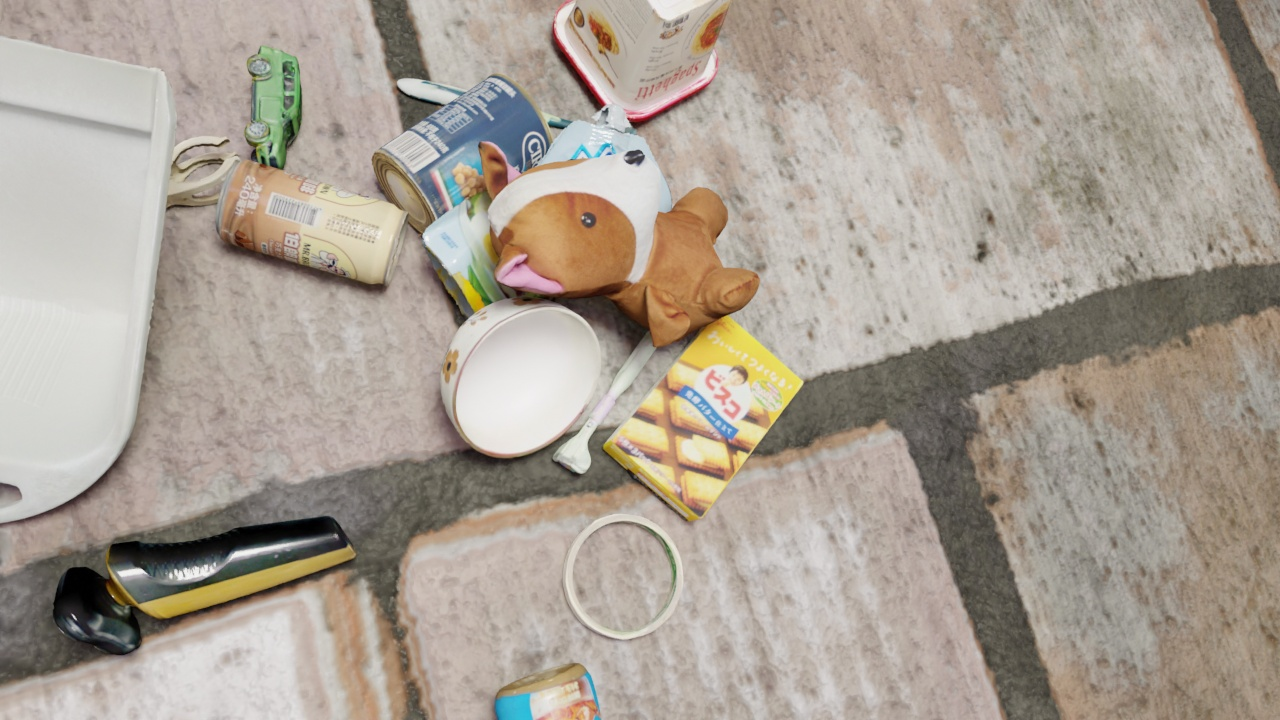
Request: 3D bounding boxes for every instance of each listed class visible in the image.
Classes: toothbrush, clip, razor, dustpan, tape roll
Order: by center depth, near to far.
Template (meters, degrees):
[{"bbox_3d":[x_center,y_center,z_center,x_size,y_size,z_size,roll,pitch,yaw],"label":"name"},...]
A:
[{"bbox_3d":[-0.381,-0.033,0.498,0.222,0.258,0.142,10,49,-14],"label":"dustpan"},{"bbox_3d":[-0.262,0.133,0.565,0.167,0.062,0.068,-11,109,-25],"label":"razor"},{"bbox_3d":[-0.321,-0.119,0.625,0.100,0.035,0.072,-31,86,-13],"label":"clip"},{"bbox_3d":[-0.012,0.152,0.648,0.085,0.014,0.085,4,74,-15],"label":"tape roll"},{"bbox_3d":[-0.004,0.004,0.690,0.029,0.020,0.189,23,64,25],"label":"toothbrush"},{"bbox_3d":[-0.093,-0.196,0.718,0.191,0.018,0.016,10,71,-14],"label":"toothbrush"}]

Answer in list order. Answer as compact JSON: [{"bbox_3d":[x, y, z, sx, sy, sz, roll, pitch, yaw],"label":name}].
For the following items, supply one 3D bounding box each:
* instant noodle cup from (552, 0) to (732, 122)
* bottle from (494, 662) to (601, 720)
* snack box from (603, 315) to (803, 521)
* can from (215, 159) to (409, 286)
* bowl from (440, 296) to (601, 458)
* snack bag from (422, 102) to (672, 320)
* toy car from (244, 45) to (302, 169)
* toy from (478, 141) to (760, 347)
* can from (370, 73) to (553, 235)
[{"bbox_3d":[0.008,-0.269,0.711,0.116,0.124,0.116,-34,86,-22],"label":"instant noodle cup"},{"bbox_3d":[-0.034,0.306,0.573,0.065,0.065,0.218,-14,80,-19],"label":"bottle"},{"bbox_3d":[0.048,0.040,0.688,0.087,0.034,0.140,42,66,-3],"label":"snack box"},{"bbox_3d":[-0.223,-0.093,0.630,0.116,0.059,0.058,16,71,-12],"label":"can"},{"bbox_3d":[-0.090,0.004,0.630,0.113,0.114,0.062,-32,44,-22],"label":"bowl"},{"bbox_3d":[-0.060,-0.102,0.674,0.190,0.039,0.110,-40,116,-19],"label":"snack bag"},{"bbox_3d":[-0.260,-0.177,0.650,0.036,0.043,0.091,4,74,-16],"label":"toy car"},{"bbox_3d":[-0.015,-0.082,0.616,0.199,0.131,0.140,12,41,-30],"label":"toy"},{"bbox_3d":[-0.129,-0.146,0.664,0.111,0.075,0.075,-41,89,-22],"label":"can"}]
